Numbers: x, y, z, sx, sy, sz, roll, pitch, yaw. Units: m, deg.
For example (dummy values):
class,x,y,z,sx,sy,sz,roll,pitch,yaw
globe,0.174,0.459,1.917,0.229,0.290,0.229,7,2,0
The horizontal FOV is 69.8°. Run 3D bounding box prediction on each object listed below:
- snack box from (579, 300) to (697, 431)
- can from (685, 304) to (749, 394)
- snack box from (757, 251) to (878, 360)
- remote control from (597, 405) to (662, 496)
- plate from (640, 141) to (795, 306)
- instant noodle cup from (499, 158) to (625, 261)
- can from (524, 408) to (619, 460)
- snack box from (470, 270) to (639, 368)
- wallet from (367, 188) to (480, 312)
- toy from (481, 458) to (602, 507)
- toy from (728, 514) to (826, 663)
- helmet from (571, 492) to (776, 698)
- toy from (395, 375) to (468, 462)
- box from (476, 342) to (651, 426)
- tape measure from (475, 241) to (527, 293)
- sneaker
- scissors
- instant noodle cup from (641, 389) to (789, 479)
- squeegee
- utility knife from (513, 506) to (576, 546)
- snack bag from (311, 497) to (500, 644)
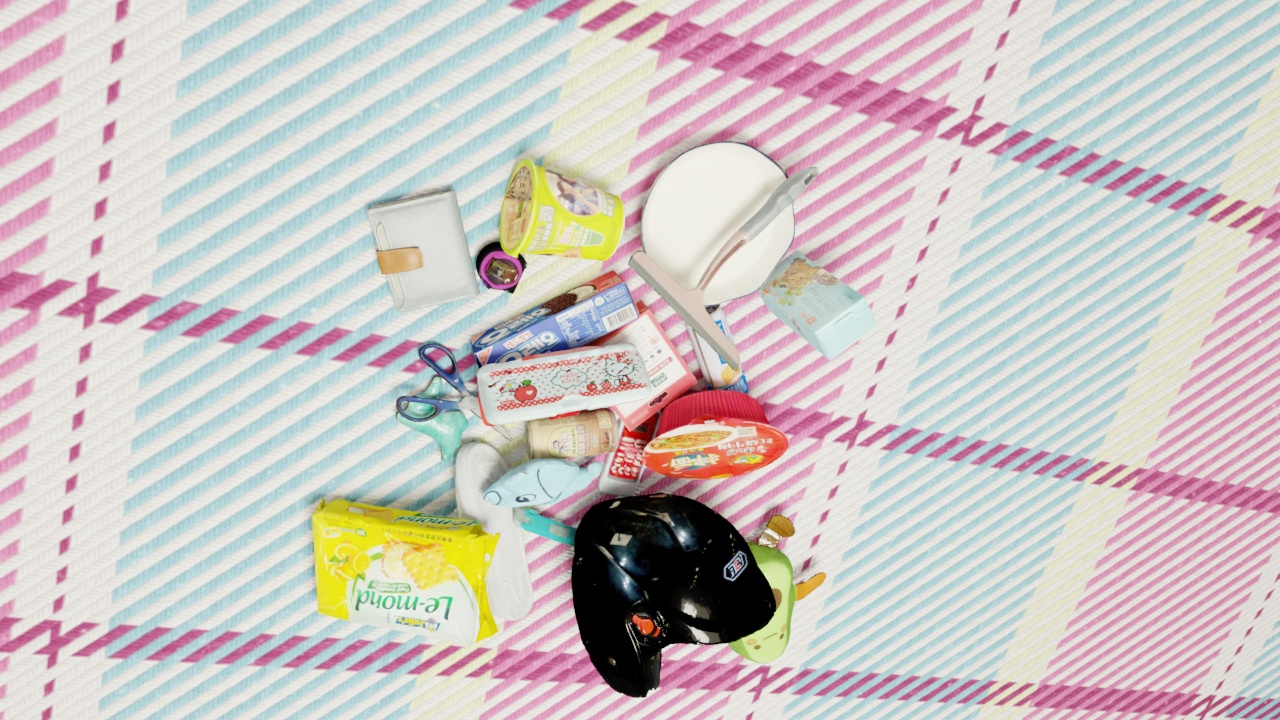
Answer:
class,x,y,z,sx,sy,sz,roll,pitch,yaw
snack box,-0.007,0.007,1.192,0.113,0.044,0.127,-35,115,-1
can,0.101,-0.009,1.212,0.053,0.053,0.135,-24,115,-6
snack box,0.217,-0.072,1.155,0.074,0.175,0.051,-35,122,-2
remote control,-0.014,0.123,1.249,0.055,0.020,0.136,13,106,-21
plate,0.094,-0.173,1.151,0.204,0.045,0.205,-6,112,-15
instant noodle cup,-0.088,-0.166,1.072,0.123,0.111,0.112,9,108,-27
can,-0.090,0.097,1.196,0.116,0.058,0.058,-6,112,-14
snack box,-0.108,-0.039,1.137,0.207,0.058,0.057,-26,117,-5
wallet,-0.254,-0.126,1.073,0.106,0.037,0.130,-15,114,-11
toy,-0.122,0.156,1.176,0.161,0.049,0.156,-20,156,-11
toy,0.167,0.344,1.352,0.227,0.090,0.247,-14,111,-4
helmet,0.035,0.287,1.199,0.232,0.275,0.230,-25,101,-53
toy,-0.258,0.071,1.153,0.092,0.030,0.096,28,90,-26
box,-0.090,0.037,1.091,0.201,0.098,0.095,-10,120,-14
tape measure,-0.168,-0.112,1.101,0.058,0.039,0.057,24,102,-23
sneaker,-0.211,0.224,1.205,0.091,0.089,0.242,-6,100,30
scissors,-0.228,0.050,1.145,0.162,0.012,0.162,-31,106,-27
instant noodle cup,0.096,0.094,1.208,0.194,0.065,0.194,-3,153,-2
squeegee,0.127,-0.146,1.126,0.249,0.040,0.247,-48,131,-1
utility knife,-0.103,0.234,1.247,0.186,0.013,0.029,29,79,-40
snack bag,-0.295,0.258,1.151,0.247,0.068,0.158,8,111,10
